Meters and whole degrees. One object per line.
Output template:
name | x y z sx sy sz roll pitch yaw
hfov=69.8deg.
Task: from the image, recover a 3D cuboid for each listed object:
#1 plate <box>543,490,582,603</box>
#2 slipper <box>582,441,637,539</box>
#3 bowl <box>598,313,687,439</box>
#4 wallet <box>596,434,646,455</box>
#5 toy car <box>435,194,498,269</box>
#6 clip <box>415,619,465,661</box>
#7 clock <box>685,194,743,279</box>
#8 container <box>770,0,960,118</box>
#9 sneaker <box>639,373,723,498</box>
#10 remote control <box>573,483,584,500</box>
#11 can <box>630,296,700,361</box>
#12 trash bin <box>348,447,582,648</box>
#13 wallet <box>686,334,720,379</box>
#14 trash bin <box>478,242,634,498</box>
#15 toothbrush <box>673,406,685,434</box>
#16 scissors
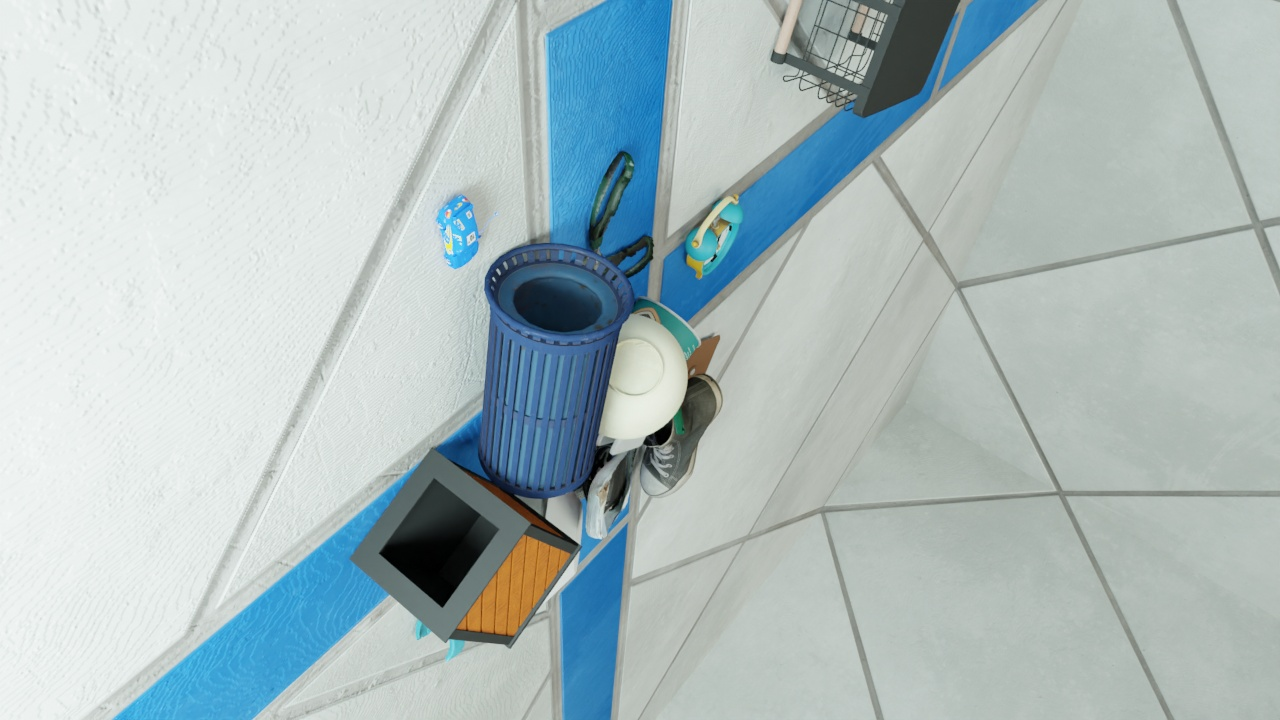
plate | -0.100 0.234 1.213 0.174 0.036 0.174 11 83 -88
slipper | -0.051 0.168 1.274 0.263 0.063 0.111 -54 151 -77
bowl | -0.013 0.013 1.051 0.150 0.151 0.075 -53 -178 -11
wallet | -0.003 0.066 1.242 0.115 0.037 0.118 -63 161 13
toy car | -0.138 -0.104 0.775 0.033 0.062 0.092 -44 154 -29
clip | -0.253 0.301 1.129 0.030 0.120 0.130 -18 113 -53
clock | 0.097 -0.162 1.214 0.099 0.044 0.130 -49 164 -19
container | 0.287 -0.419 1.146 0.240 0.130 0.163 -32 147 -46
sneaker | 0.032 0.130 1.403 0.119 0.095 0.235 -16 145 -44
remote control | -0.067 0.182 1.364 0.136 0.013 0.033 -27 143 -51
can | -0.007 0.007 1.144 0.143 0.099 0.099 -53 157 -11
trash bin | -0.182 0.208 0.995 0.139 0.140 0.172 -54 158 -7
wallet | 0.080 0.008 1.438 0.120 0.013 0.088 -21 139 -53
trash bin | -0.095 0.022 0.935 0.138 0.139 0.250 -37 152 -40
toothbrush | 0.046 0.017 1.271 0.016 0.017 0.190 -29 119 -39
scissors | -0.028 -0.143 1.016 0.201 0.015 0.206 -32 148 -50
